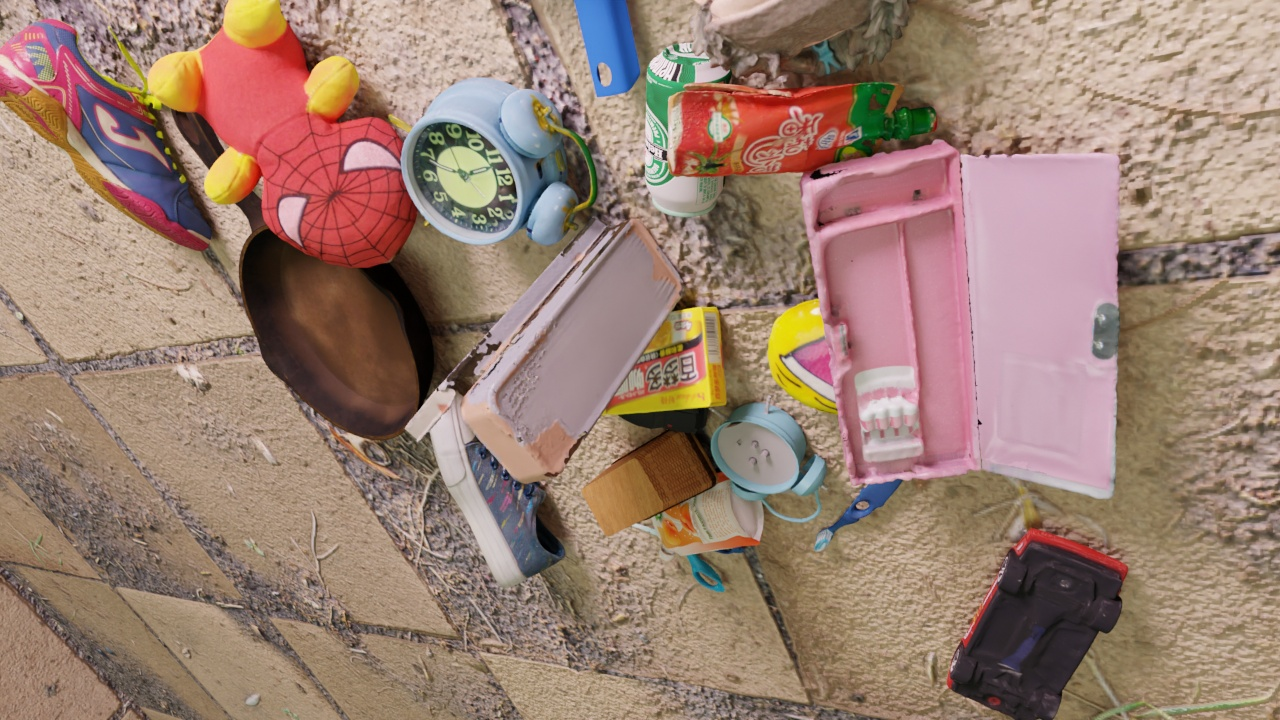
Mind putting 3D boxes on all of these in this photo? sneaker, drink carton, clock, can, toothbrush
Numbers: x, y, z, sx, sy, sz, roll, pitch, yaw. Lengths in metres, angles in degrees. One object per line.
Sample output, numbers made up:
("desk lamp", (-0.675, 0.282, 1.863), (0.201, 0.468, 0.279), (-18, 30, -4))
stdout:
("sneaker", (-0.469, -0.201, 0.846), (0.116, 0.090, 0.242), (15, 152, 29))
("sneaker", (-0.142, 0.123, 0.921), (0.079, 0.087, 0.236), (-18, 117, 2))
("drink carton", (0.051, 0.141, 0.826), (0.122, 0.038, 0.069), (-22, 86, 45))
("clock", (0.105, 0.086, 0.742), (0.088, 0.041, 0.123), (-13, 116, 39))
("clock", (-0.101, -0.141, 0.667), (0.162, 0.059, 0.118), (2, 126, 26))
("can", (0.030, -0.146, 0.582), (0.053, 0.053, 0.101), (17, 133, 19))
("toothbrush", (0.176, 0.122, 0.746), (0.021, 0.016, 0.133), (32, 137, 2))

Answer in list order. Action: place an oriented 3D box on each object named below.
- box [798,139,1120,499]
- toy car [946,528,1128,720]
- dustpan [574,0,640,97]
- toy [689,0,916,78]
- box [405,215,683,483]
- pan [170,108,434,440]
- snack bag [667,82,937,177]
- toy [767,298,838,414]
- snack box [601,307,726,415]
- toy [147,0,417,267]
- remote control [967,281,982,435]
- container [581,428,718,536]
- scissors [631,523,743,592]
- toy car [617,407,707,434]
("box", (0.198, -0.019, 0.568), (0.180, 0.059, 0.233), (1, 123, 24))
("toy car", (0.303, 0.210, 0.713), (0.081, 0.056, 0.190), (20, 128, 15))
("dustpan", (-0.054, -0.277, 0.520), (0.246, 0.059, 0.258), (1, 117, 32))
("toy", (0.069, -0.226, 0.473), (0.133, 0.076, 0.176), (-17, 122, 22))
("box", (-0.052, -0.011, 0.633), (0.107, 0.215, 0.095), (33, 138, 1))
("pan", (-0.314, -0.086, 0.855), (0.249, 0.043, 0.356), (-17, 109, 42))
("snack bag", (0.093, -0.135, 0.530), (0.155, 0.044, 0.087), (-4, 159, -1))
("toy", (0.136, -0.002, 0.647), (0.095, 0.041, 0.094), (34, 132, -2))
("snack box", (-0.004, 0.004, 0.726), (0.153, 0.025, 0.075), (-7, 86, 36))
("toy", (-0.262, -0.167, 0.715), (0.148, 0.098, 0.216), (-33, 108, 14))
("remote control", (0.215, 0.000, 0.620), (0.039, 0.010, 0.125), (1, 126, 32))
("container", (0.003, 0.108, 0.798), (0.114, 0.061, 0.063), (-35, 83, 45))
("scissors", (0.043, 0.166, 0.874), (0.132, 0.015, 0.110), (42, 139, 2))
("toy car", (0.011, 0.037, 0.763), (0.092, 0.036, 0.042), (19, 134, 18))
